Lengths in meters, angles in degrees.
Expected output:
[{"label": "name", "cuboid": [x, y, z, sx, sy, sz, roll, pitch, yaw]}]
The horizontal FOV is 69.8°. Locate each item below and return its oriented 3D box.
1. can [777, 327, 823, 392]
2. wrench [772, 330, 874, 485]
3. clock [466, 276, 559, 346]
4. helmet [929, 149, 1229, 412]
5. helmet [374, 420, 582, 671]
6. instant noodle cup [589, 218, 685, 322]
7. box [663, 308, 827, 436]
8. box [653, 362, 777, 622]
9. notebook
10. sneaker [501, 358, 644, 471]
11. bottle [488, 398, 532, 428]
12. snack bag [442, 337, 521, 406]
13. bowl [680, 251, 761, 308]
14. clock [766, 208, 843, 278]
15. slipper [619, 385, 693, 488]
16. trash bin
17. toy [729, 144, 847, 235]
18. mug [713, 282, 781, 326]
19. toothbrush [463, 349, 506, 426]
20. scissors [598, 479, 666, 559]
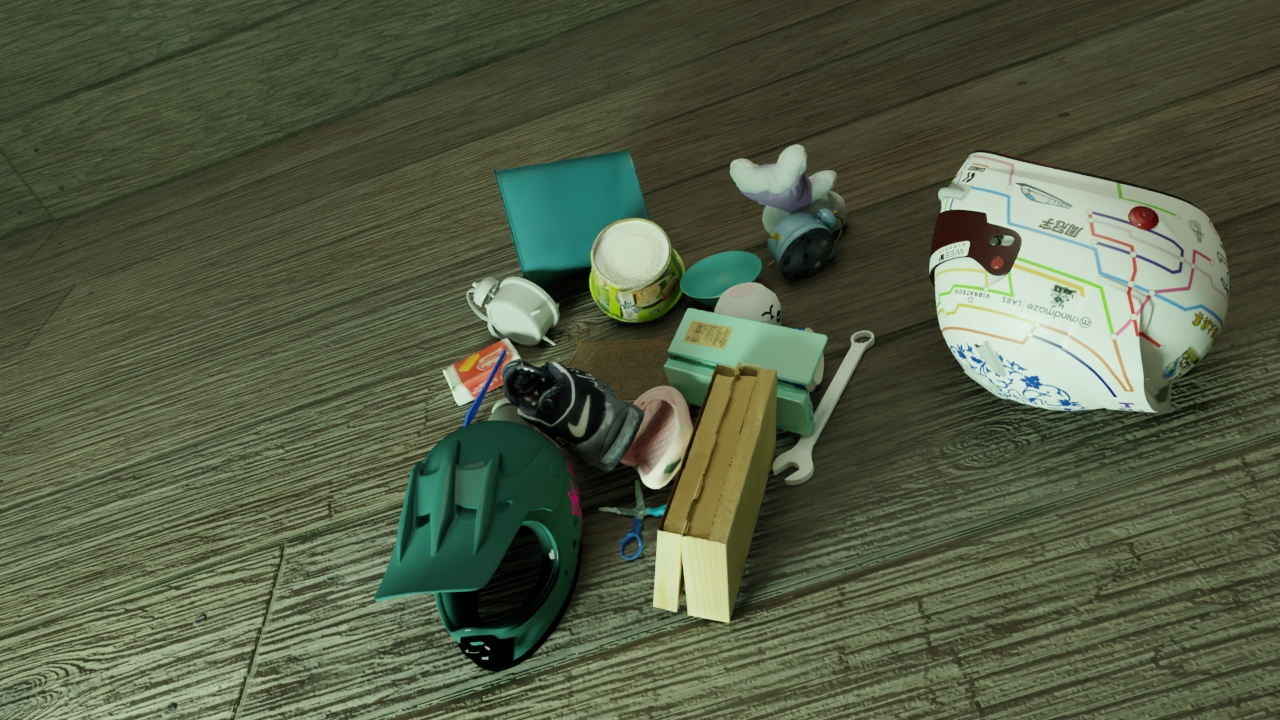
[{"label": "can", "cuboid": [0.149, 0.002, 1.145, 0.146, 0.079, 0.078, -2, 38, 26]}, {"label": "wrench", "cuboid": [0.226, 0.050, 1.099, 0.047, 0.009, 0.272, 6, 42, 34]}, {"label": "clock", "cuboid": [-0.199, -0.079, 1.422, 0.159, 0.120, 0.060, 15, 55, 28]}, {"label": "helmet", "cuboid": [0.426, -0.071, 0.957, 0.315, 0.230, 0.236, 30, 94, 43]}, {"label": "helmet", "cuboid": [-0.163, 0.178, 0.959, 0.177, 0.200, 0.274, -10, 35, 16]}, {"label": "instant noodle cup", "cuboid": [-0.009, -0.138, 1.361, 0.146, 0.098, 0.146, -2, 68, 6]}, {"label": "box", "cuboid": [0.126, 0.011, 1.088, 0.187, 0.078, 0.112, 12, 75, 31]}, {"label": "box", "cuboid": [0.079, 0.128, 0.953, 0.092, 0.128, 0.248, 4, 41, 17]}, {"label": "notebook", "cuboid": [-0.008, 0.009, 1.262, 0.216, 0.034, 0.189, -2, 38, 25]}, {"label": "sneaker", "cuboid": [-0.104, 0.042, 1.089, 0.097, 0.150, 0.252, -56, 21, -2]}, {"label": "bottle", "cuboid": [-0.171, 0.097, 1.205, 0.060, 0.060, 0.108, -20, 33, 1]}, {"label": "snack bag", "cuboid": [-0.234, 0.016, 1.376, 0.116, 0.036, 0.077, -28, 34, -9]}, {"label": "bowl", "cuboid": [0.122, -0.108, 1.344, 0.121, 0.046, 0.121, -15, 34, 10]}, {"label": "clock", "cuboid": [0.242, -0.172, 1.326, 0.124, 0.089, 0.051, -20, 49, -14]}, {"label": "slipper", "cuboid": [0.013, 0.083, 1.064, 0.107, 0.055, 0.221, -56, 15, 4]}, {"label": "trash bin", "cuboid": [-0.107, -0.231, 1.497, 0.218, 0.196, 0.199, -16, -2, -5]}, {"label": "toy", "cuboid": [0.227, -0.238, 1.359, 0.138, 0.209, 0.085, -9, 68, 29]}, {"label": "mug", "cuboid": [0.133, -0.053, 1.231, 0.123, 0.076, 0.090, -38, 37, -26]}, {"label": "toothbrush", "cuboid": [-0.231, 0.058, 1.304, 0.011, 0.016, 0.186, -5, 49, 35]}, {"label": "scissors", "cuboid": [-0.001, 0.179, 1.038, 0.128, 0.014, 0.126, 3, 41, 34]}]
